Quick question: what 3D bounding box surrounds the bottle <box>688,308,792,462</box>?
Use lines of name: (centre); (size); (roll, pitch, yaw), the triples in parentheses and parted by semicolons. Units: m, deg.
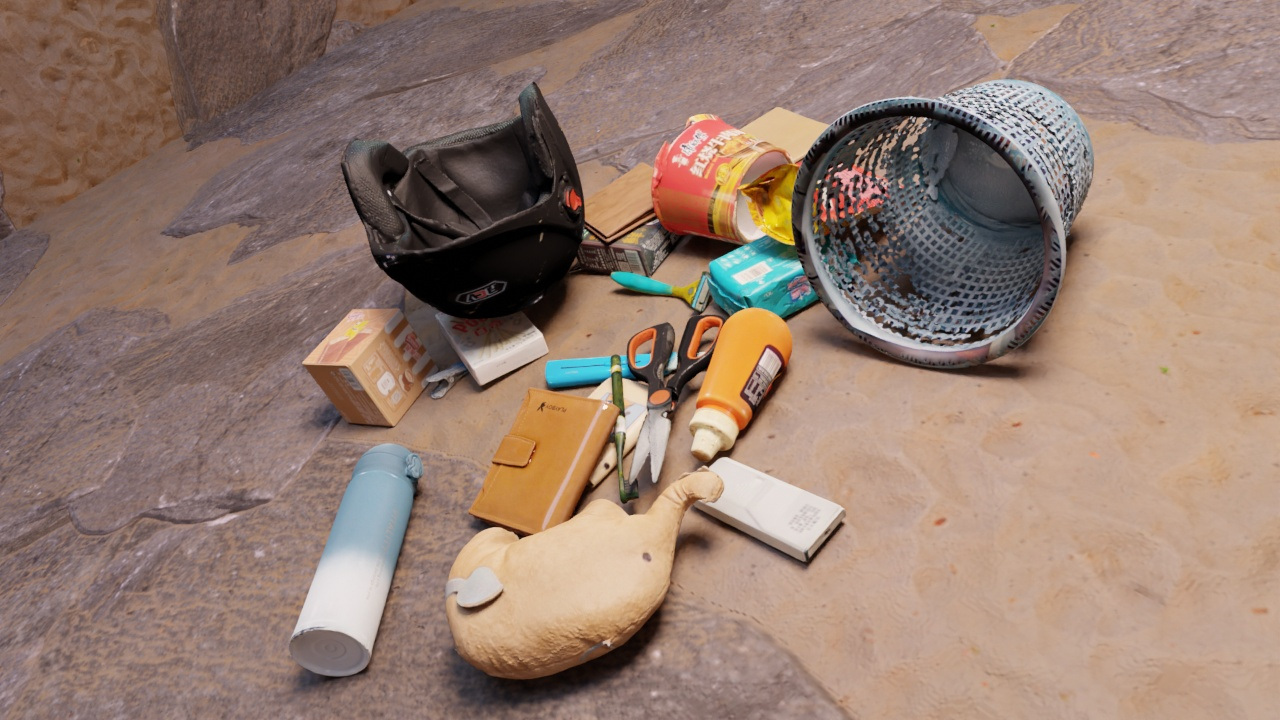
bottle: (0.081, 0.024, 0.794); (0.067, 0.067, 0.149); (5, 52, 36)

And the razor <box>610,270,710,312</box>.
razor: (0.021, -0.081, 0.991); (0.133, 0.028, 0.043); (13, 81, 38)

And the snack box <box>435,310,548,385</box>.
snack box: (-0.171, -0.031, 1.038); (0.084, 0.027, 0.157); (-27, 35, -14)

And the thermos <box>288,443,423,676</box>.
thermos: (-0.241, 0.163, 0.802); (0.070, 0.070, 0.220); (-15, 36, 13)

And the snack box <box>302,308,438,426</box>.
snack box: (-0.295, 0.007, 1.012); (0.077, 0.093, 0.094); (1, 43, 32)

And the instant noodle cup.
instant noodle cup: (0.098, -0.189, 1.005); (0.109, 0.138, 0.137); (28, 60, 38)

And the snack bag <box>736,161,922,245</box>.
snack bag: (0.194, -0.175, 0.924); (0.129, 0.073, 0.207); (24, 31, 30)

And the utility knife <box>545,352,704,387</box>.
utility knife: (-0.005, 0.005, 0.906); (0.203, 0.018, 0.034); (-6, 39, 23)

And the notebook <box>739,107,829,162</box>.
notebook: (0.134, -0.258, 1.169); (0.207, 0.008, 0.148); (-32, 35, -10)

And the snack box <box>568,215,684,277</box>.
snack box: (-0.016, -0.151, 1.091); (0.126, 0.053, 0.113); (11, 49, 33)

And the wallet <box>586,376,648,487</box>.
wallet: (-0.035, 0.062, 0.847); (0.087, 0.024, 0.115); (21, 57, 40)

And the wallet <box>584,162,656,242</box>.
wallet: (-0.015, -0.186, 1.074); (0.115, 0.020, 0.101); (-34, 38, -12)

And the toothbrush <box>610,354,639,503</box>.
toothbrush: (-0.015, 0.055, 0.816); (0.017, 0.012, 0.185); (-15, 39, 7)

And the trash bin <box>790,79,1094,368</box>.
trash bin: (0.275, -0.136, 0.774); (0.227, 0.227, 0.194); (13, 37, 41)

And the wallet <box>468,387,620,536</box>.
wallet: (-0.085, 0.089, 0.805); (0.108, 0.031, 0.131); (9, 65, 40)

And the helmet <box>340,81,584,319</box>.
helmet: (-0.171, -0.155, 0.987); (0.234, 0.230, 0.274); (-15, 41, 12)

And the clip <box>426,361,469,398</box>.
clip: (-0.212, 0.017, 1.014); (0.024, 0.026, 0.056); (16, 42, 37)

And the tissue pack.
tissue pack: (0.140, -0.088, 0.908); (0.133, 0.050, 0.093); (-27, 34, -5)

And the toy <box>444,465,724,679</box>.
toy: (-0.036, 0.155, 0.676); (0.226, 0.082, 0.143); (-19, 44, 4)

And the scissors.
scissors: (0.010, 0.033, 0.826); (0.161, 0.022, 0.233); (6, 43, 40)

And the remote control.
remote control: (0.093, 0.110, 0.704); (0.125, 0.024, 0.049); (20, 55, 45)
